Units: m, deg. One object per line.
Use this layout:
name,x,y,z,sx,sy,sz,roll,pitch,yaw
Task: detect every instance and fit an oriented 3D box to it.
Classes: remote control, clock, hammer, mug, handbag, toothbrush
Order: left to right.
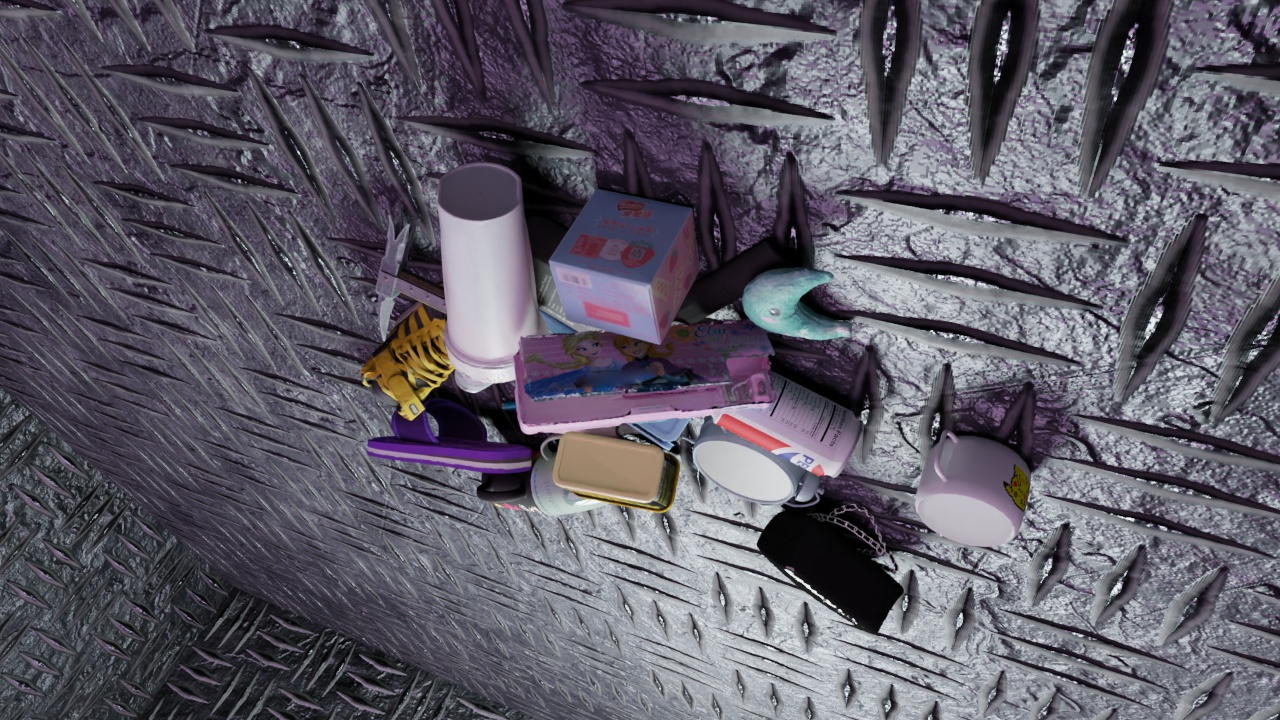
hammer,-0.132,-0.025,0.953,0.317,0.028,0.147,25,119,7
mug,-0.166,0.168,1.248,0.098,0.117,0.082,0,101,38
mug,-0.082,0.141,1.180,0.104,0.083,0.111,-12,111,34
toothbrush,-0.048,0.081,1.110,0.223,0.026,0.027,3,119,35
remote control,0.079,-0.067,0.806,0.033,0.015,0.147,38,147,-15
clock,0.128,0.113,1.002,0.159,0.045,0.123,39,148,-15
handbag,0.224,0.226,1.076,0.153,0.114,0.125,35,172,-17
mug,0.300,0.113,0.842,0.094,0.067,0.115,-10,132,46

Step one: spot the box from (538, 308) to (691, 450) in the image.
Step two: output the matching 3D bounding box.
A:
box,-0.045,0.027,0.994,0.209,0.043,0.125,33,149,3

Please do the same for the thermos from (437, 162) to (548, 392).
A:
thermos,-0.130,-0.066,0.810,0.099,0.099,0.221,21,143,12

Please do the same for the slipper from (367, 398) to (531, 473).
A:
slipper,-0.256,0.094,1.237,0.267,0.084,0.107,3,-178,37

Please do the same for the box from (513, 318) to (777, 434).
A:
box,0.006,0.007,0.800,0.230,0.084,0.071,-5,164,-11

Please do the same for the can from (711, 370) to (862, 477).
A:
can,0.140,0.056,0.884,0.132,0.070,0.070,27,149,3

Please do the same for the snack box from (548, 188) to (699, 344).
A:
snack box,-0.011,-0.080,0.781,0.093,0.094,0.080,15,147,20

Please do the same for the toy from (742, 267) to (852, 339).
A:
toy,0.128,-0.046,0.768,0.085,0.033,0.105,1,154,24

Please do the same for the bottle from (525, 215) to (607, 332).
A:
bottle,-0.086,-0.088,0.875,0.174,0.046,0.084,30,149,-3

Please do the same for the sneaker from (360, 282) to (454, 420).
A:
sneaker,-0.241,-0.007,1.042,0.086,0.121,0.239,41,147,-22

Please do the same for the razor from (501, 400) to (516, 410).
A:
razor,-0.126,0.054,1.141,0.042,0.022,0.144,7,173,-44

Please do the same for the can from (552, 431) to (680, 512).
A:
can,-0.028,0.129,1.074,0.131,0.072,0.101,9,169,13
